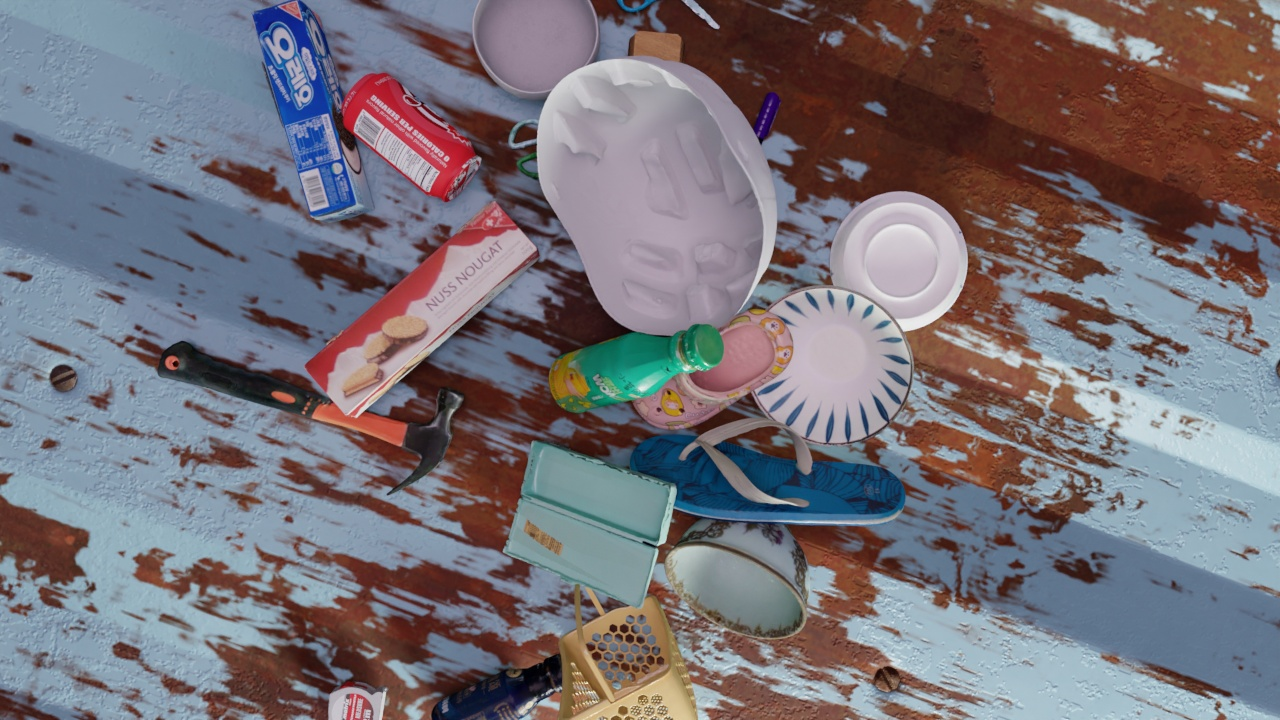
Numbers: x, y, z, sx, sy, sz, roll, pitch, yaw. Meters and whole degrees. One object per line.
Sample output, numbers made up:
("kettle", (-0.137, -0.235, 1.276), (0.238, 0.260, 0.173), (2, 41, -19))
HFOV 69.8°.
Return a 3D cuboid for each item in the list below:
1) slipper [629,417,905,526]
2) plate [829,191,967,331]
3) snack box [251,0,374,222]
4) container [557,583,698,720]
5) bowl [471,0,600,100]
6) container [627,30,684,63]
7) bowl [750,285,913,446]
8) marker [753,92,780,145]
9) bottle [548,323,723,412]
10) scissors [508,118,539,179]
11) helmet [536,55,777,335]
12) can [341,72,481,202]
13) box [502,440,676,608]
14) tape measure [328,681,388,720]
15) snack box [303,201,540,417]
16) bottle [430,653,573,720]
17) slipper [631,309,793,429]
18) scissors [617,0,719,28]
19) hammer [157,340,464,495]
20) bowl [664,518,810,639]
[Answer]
("slipper", (0.127, 0.116, 0.963), (0.295, 0.118, 0.060), (6, 131, 14))
("plate", (0.291, -0.111, 1.030), (0.157, 0.014, 0.157), (0, 93, 0))
("snack box", (-0.352, -0.266, 0.990), (0.059, 0.059, 0.226), (-16, 93, 4))
("container", (-0.023, 0.317, 0.968), (0.129, 0.183, 0.167), (-28, 100, 1))
("bowl", (-0.110, -0.345, 0.984), (0.132, 0.064, 0.132), (0, 93, -1))
("container", (0.015, -0.300, 0.990), (0.063, 0.061, 0.114), (5, 93, -1))
("bowl", (0.208, -0.001, 0.995), (0.177, 0.070, 0.177), (7, 108, 21))
("marker", (0.125, -0.233, 1.020), (0.018, 0.015, 0.134), (19, 93, -30))
("bottle", (-0.006, 0.006, 0.945), (0.210, 0.067, 0.068), (-15, 95, 44))
("scissors", (-0.084, -0.253, 1.018), (0.130, 0.014, 0.070), (-26, 94, 2))
("helmet", (0.018, -0.172, 0.912), (0.225, 0.183, 0.282), (-13, 131, 34))
("can", (-0.246, -0.239, 0.984), (0.142, 0.074, 0.074), (40, 92, -3))
("box", (-0.057, 0.172, 0.986), (0.187, 0.033, 0.136), (16, 94, 32))
("tape measure", (-0.323, 0.399, 1.048), (0.062, 0.020, 0.060), (10, 93, -1))
("snack box", (-0.235, -0.056, 0.994), (0.273, 0.044, 0.076), (-41, 87, -4))
("bottle", (-0.154, 0.381, 1.032), (0.161, 0.056, 0.056), (-25, 93, 1))
("slipper", (0.069, 0.017, 0.976), (0.198, 0.081, 0.093), (-27, 92, 25))
("scissors", (0.042, -0.419, 1.008), (0.133, 0.015, 0.104), (7, 92, -3))
("hammer", (-0.374, 0.048, 1.024), (0.333, 0.033, 0.133), (19, 94, -1))
("bowl", (0.117, 0.216, 0.997), (0.160, 0.160, 0.093), (35, 52, -3))
